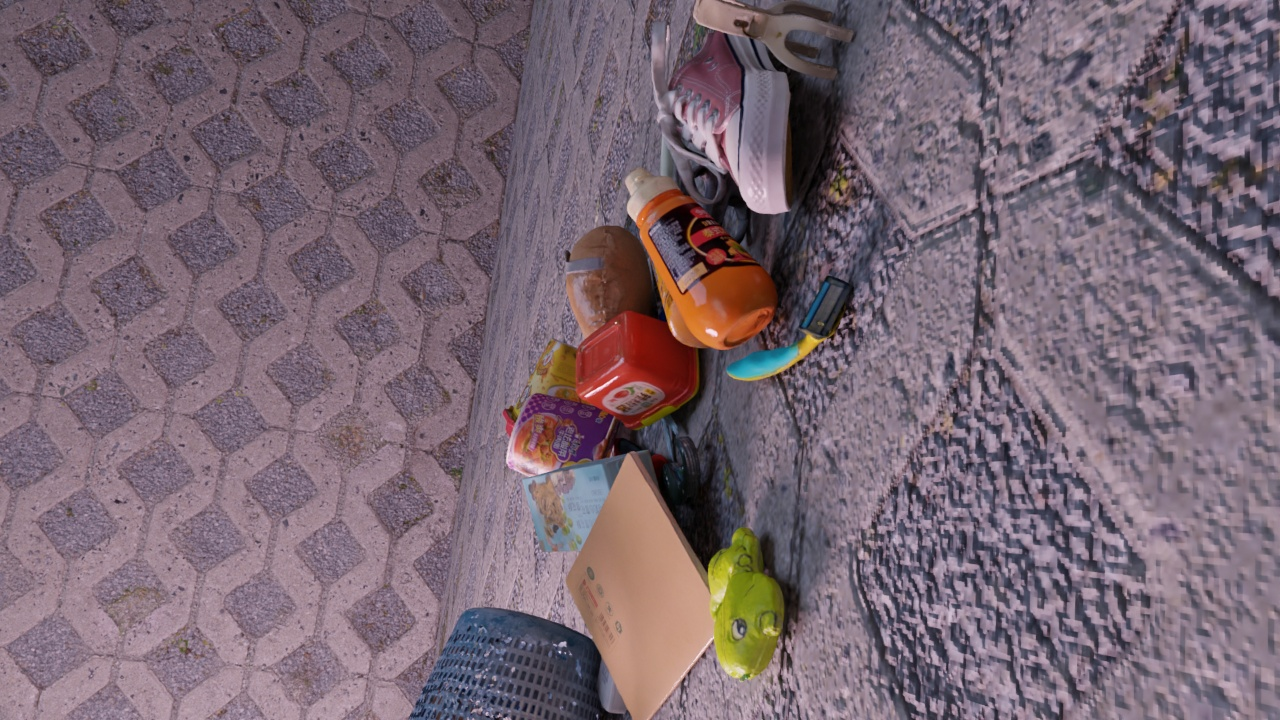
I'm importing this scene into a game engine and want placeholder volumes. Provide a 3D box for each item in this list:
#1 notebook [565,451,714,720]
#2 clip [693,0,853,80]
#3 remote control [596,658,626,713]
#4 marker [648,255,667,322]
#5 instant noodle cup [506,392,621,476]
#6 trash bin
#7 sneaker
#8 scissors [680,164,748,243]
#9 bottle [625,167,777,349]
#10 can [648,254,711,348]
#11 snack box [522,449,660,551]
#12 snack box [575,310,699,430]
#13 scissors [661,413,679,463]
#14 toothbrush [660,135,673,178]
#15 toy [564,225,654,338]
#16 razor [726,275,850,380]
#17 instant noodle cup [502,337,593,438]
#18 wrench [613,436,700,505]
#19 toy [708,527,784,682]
[{"bbox_3d":[-0.003,0.188,0.726,0.147,0.008,0.208,58,144,29],"label":"notebook"},{"bbox_3d":[0.090,-0.222,0.609,0.094,0.102,0.035,-56,-14,-56],"label":"clip"},{"bbox_3d":[-0.013,0.236,0.821,0.058,0.021,0.150,-163,83,-76],"label":"remote control"},{"bbox_3d":[0.021,-0.072,0.899,0.145,0.017,0.017,-97,22,-48],"label":"marker"},{"bbox_3d":[-0.081,0.087,0.965,0.111,0.099,0.111,23,-93,-85],"label":"instant noodle cup"},{"bbox_3d":[-0.126,0.347,0.860,0.227,0.226,0.194,128,161,-61],"label":"trash bin"},{"bbox_3d":[0.055,-0.174,0.647,0.240,0.088,0.118,-93,-6,-52],"label":"sneaker"},{"bbox_3d":[0.075,-0.163,0.736,0.014,0.133,0.174,-23,11,45],"label":"scissors"},{"bbox_3d":[0.034,-0.079,0.648,0.149,0.066,0.067,56,146,20],"label":"bottle"},{"bbox_3d":[0.040,-0.072,0.744,0.145,0.058,0.058,-103,26,-55],"label":"can"},{"bbox_3d":[-0.044,0.130,0.829,0.175,0.051,0.074,-21,83,58],"label":"snack box"},{"bbox_3d":[-0.005,0.005,0.779,0.091,0.080,0.081,-34,44,40],"label":"snack box"},{"bbox_3d":[0.018,0.047,0.839,0.108,0.017,0.135,105,160,-53],"label":"scissors"},{"bbox_3d":[0.030,-0.202,0.948,0.029,0.020,0.189,130,148,-51],"label":"toothbrush"},{"bbox_3d":[-0.025,-0.039,0.917,0.226,0.082,0.143,80,-163,-61],"label":"toy"},{"bbox_3d":[0.089,-0.009,0.580,0.043,0.028,0.133,-61,9,-26],"label":"razor"},{"bbox_3d":[-0.088,0.045,1.075,0.123,0.116,0.116,-68,15,1],"label":"instant noodle cup"},{"bbox_3d":[0.008,0.094,0.830,0.274,0.016,0.056,168,97,-76],"label":"wrench"},{"bbox_3d":[0.064,0.153,0.569,0.097,0.031,0.100,118,161,-49],"label":"toy"}]
